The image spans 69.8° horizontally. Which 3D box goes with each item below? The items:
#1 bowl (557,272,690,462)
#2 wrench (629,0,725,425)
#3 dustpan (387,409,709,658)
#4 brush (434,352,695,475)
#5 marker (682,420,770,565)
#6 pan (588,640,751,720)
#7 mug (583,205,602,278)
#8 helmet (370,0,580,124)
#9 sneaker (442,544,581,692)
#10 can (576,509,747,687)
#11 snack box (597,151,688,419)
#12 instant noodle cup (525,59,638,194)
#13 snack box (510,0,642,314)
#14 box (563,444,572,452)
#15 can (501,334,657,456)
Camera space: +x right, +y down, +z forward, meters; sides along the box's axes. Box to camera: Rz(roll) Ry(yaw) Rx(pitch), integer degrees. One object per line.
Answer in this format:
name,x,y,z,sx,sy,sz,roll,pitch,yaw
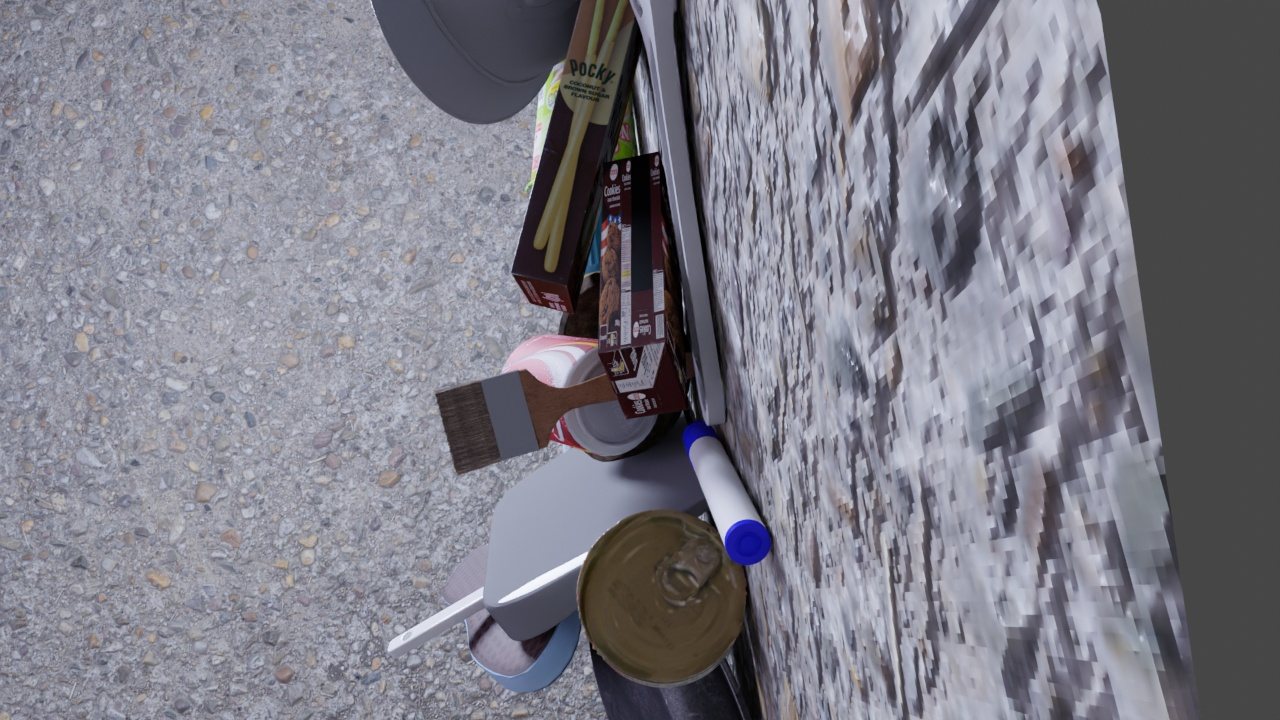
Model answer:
bowl,-0.004,0.003,0.602,0.121,0.056,0.121,6,97,58
wrench,0.018,-0.099,0.431,0.086,0.018,0.273,-115,16,-81
dustpan,-0.066,0.123,0.608,0.033,0.258,0.163,57,-173,-20
brush,-0.033,0.017,0.480,0.008,0.143,0.045,106,147,-82
marker,0.037,0.059,0.436,0.141,0.020,0.020,-109,11,-76
pan,-0.017,0.178,0.634,0.357,0.055,0.187,40,140,53
mug,-0.023,-0.086,0.811,0.114,0.083,0.107,-38,53,54
helmet,-0.062,-0.284,0.593,0.183,0.118,0.270,45,-130,-44
sneaker,-0.072,0.195,0.668,0.098,0.083,0.242,42,164,-15
can,0.012,0.124,0.478,0.043,0.086,0.086,83,178,-67
snack box,0.001,-0.043,0.477,0.051,0.032,0.140,69,-165,-47
instant noodle cup,-0.045,-0.191,0.748,0.099,0.099,0.108,-161,70,-87
snack box,-0.034,-0.128,0.551,0.101,0.031,0.186,108,176,-84
box,-0.012,0.117,0.787,0.087,0.102,0.202,-123,25,-79
can,-0.039,0.018,0.544,0.105,0.064,0.064,8,108,58
